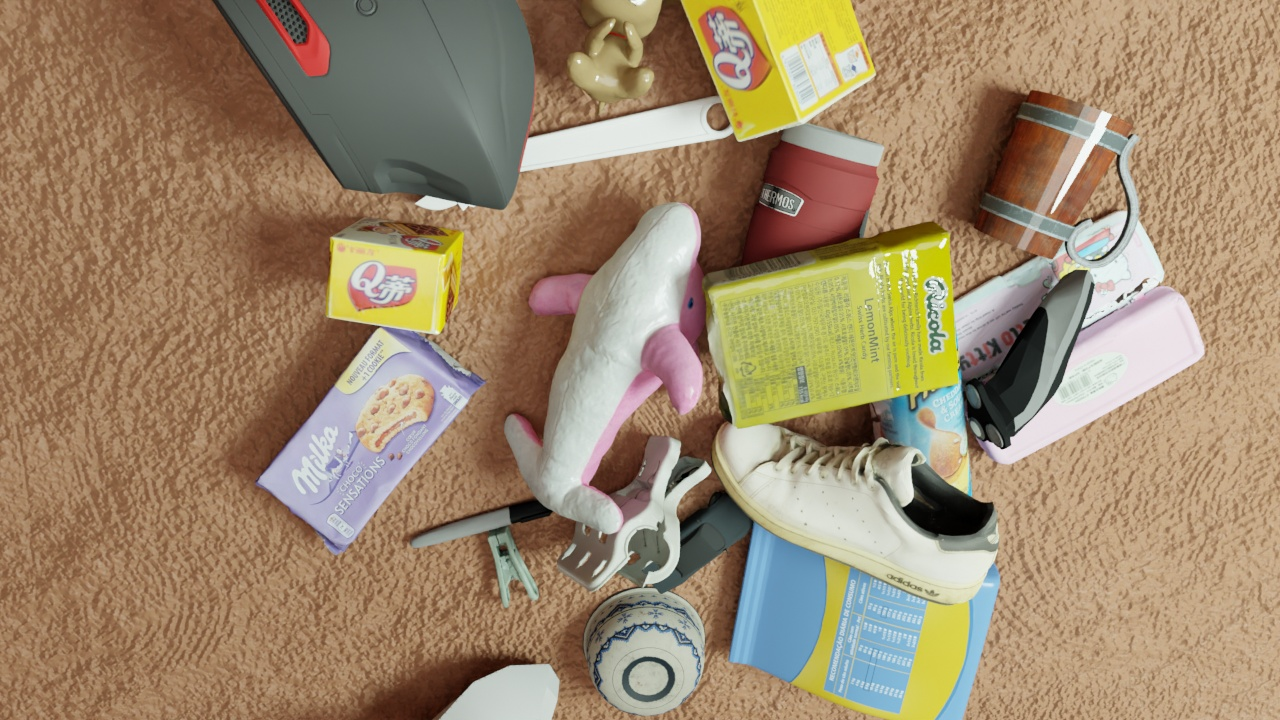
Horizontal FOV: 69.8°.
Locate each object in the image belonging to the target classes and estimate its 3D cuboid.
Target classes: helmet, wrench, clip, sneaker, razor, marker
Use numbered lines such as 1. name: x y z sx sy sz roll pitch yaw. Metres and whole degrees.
1. helmet: -0.166 -0.214 0.622 0.169 0.164 0.264 -34 89 -10
2. wrench: -0.056 -0.169 0.720 0.273 0.018 0.066 -11 107 -1
3. clip: 0.003 0.137 0.771 0.151 0.126 0.091 -43 103 -17
4. sneaker: 0.171 0.100 0.732 0.241 0.088 0.103 26 134 15
5. clip: -0.116 0.185 0.822 0.035 0.023 0.074 -15 105 3
6. razor: 0.319 -0.004 0.740 0.060 0.057 0.156 38 92 -10
7. marker: -0.138 0.145 0.808 0.138 0.022 0.016 -16 112 1

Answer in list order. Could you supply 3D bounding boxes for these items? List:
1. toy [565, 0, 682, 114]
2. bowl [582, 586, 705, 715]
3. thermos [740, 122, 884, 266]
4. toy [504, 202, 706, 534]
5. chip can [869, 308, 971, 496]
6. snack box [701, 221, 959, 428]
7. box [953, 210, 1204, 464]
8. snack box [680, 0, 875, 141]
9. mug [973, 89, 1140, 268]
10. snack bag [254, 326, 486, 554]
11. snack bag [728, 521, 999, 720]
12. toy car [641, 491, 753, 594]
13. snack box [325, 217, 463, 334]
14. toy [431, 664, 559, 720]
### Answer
1. toy: -0.017 -0.241 0.659 0.134 0.106 0.108 11 84 -7
2. bowl: 0.005 0.273 0.836 0.115 0.059 0.115 -1 107 -3
3. thermos: 0.131 -0.081 0.729 0.107 0.084 0.199 2 112 -36
4. toy: -0.004 0.004 0.737 0.127 0.187 0.266 14 107 -49
5. chip can: 0.228 0.027 0.765 0.080 0.079 0.230 -12 109 0
6. snack box: 0.139 -0.024 0.678 0.181 0.045 0.121 -13 112 1
7. box: 0.358 -0.015 0.777 0.201 0.044 0.154 -31 106 7
8. snack box: 0.078 -0.284 0.642 0.109 0.062 0.230 -38 111 -36
9. mug: 0.334 -0.136 0.715 0.117 0.081 0.111 24 109 8
10. snack bag: -0.226 0.061 0.760 0.096 0.058 0.206 40 103 -11
11. snack bag: 0.192 0.222 0.817 0.205 0.102 0.159 9 107 5
12. toy car: 0.050 0.163 0.818 0.112 0.034 0.046 -39 105 8
13. snack box: -0.184 -0.067 0.697 0.083 0.105 0.061 8 106 -6
14. toy: -0.134 0.393 0.833 0.267 0.141 0.246 21 88 -34
